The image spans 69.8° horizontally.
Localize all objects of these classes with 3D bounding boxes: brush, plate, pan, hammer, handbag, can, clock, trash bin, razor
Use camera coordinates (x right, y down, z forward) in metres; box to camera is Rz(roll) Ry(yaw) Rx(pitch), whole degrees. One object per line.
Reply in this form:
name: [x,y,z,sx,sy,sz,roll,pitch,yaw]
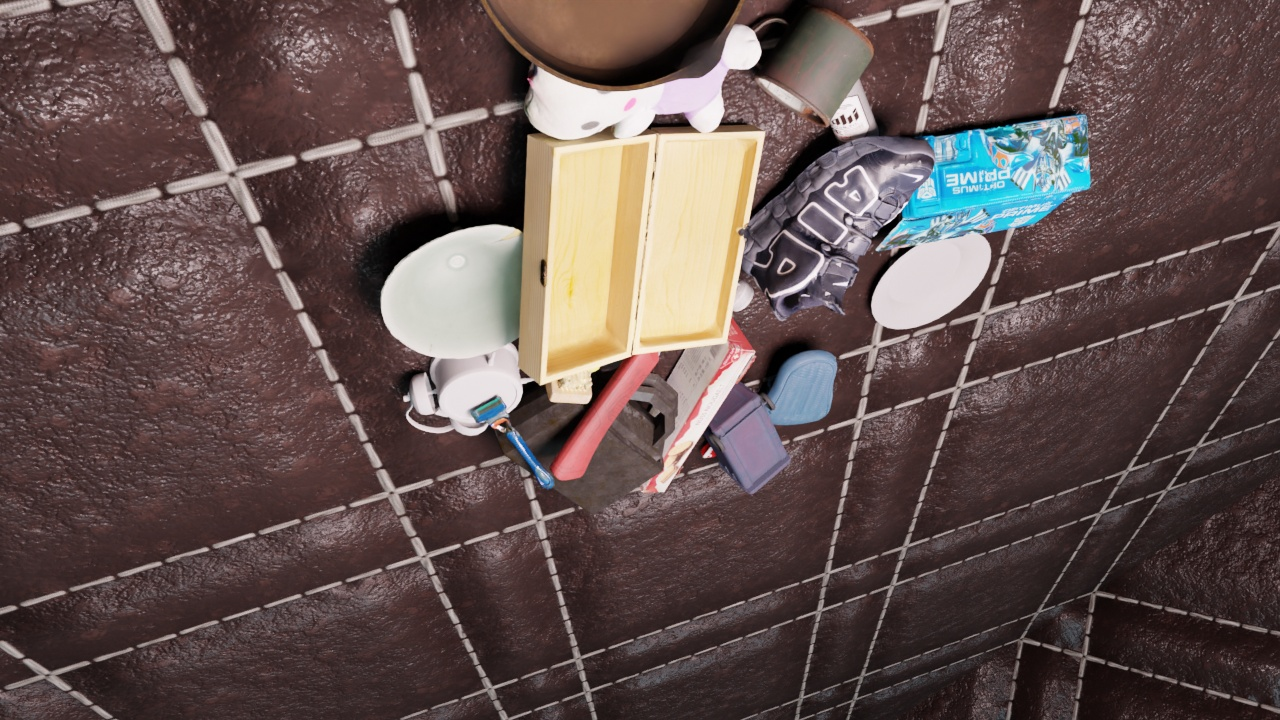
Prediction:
brush: [-0.083,-0.009,1.034,0.049,0.117,0.039,5,153,-30]
plate: [0.385,-0.111,1.230,0.172,0.019,0.173,-14,140,-12]
pan: [0.024,-0.363,0.695,0.356,0.043,0.249,-41,112,-4]
hammer: [-0.006,0.006,1.063,0.126,0.036,0.316,36,92,-29]
handbag: [-0.048,0.076,1.161,0.200,0.102,0.197,-29,133,20]
can: [0.214,-0.262,0.952,0.044,0.044,0.106,-32,141,10]
clock: [-0.206,0.033,1.075,0.159,0.061,0.120,-33,140,20]
trash bin: [0.143,0.107,1.283,0.093,0.092,0.161,-39,134,-8]
razor: [-0.145,0.101,1.087,0.044,0.018,0.141,-28,118,12]

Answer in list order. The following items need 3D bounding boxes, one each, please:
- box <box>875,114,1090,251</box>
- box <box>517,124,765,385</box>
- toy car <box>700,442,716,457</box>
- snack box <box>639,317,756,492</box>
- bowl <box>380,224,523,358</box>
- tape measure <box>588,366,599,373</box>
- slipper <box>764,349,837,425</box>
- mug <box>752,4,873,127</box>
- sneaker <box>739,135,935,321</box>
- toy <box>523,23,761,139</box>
box: [0.412,-0.198,1.088,0.243,0.075,0.167,-11,132,-15]
box: [-0.001,-0.114,0.943,0.256,0.076,0.247,-9,124,-26]
toy car: [0.132,0.130,1.375,0.089,0.025,0.038,9,131,-34]
snack box: [0.060,0.062,1.215,0.044,0.076,0.274,3,131,-33]
bowl: [-0.181,-0.085,0.940,0.174,0.067,0.174,-14,138,-13]
tape measure: [-0.081,-0.007,1.082,0.065,0.064,0.017,-14,141,-19]
slipper: [0.218,0.038,1.290,0.104,0.059,0.214,-9,152,-3]
mug: [0.153,-0.286,0.864,0.111,0.085,0.081,33,99,-3]
sneaker: [0.215,-0.127,0.988,0.097,0.150,0.253,13,144,-42]
toy: [-0.005,-0.259,0.810,0.209,0.085,0.138,-9,158,-26]
